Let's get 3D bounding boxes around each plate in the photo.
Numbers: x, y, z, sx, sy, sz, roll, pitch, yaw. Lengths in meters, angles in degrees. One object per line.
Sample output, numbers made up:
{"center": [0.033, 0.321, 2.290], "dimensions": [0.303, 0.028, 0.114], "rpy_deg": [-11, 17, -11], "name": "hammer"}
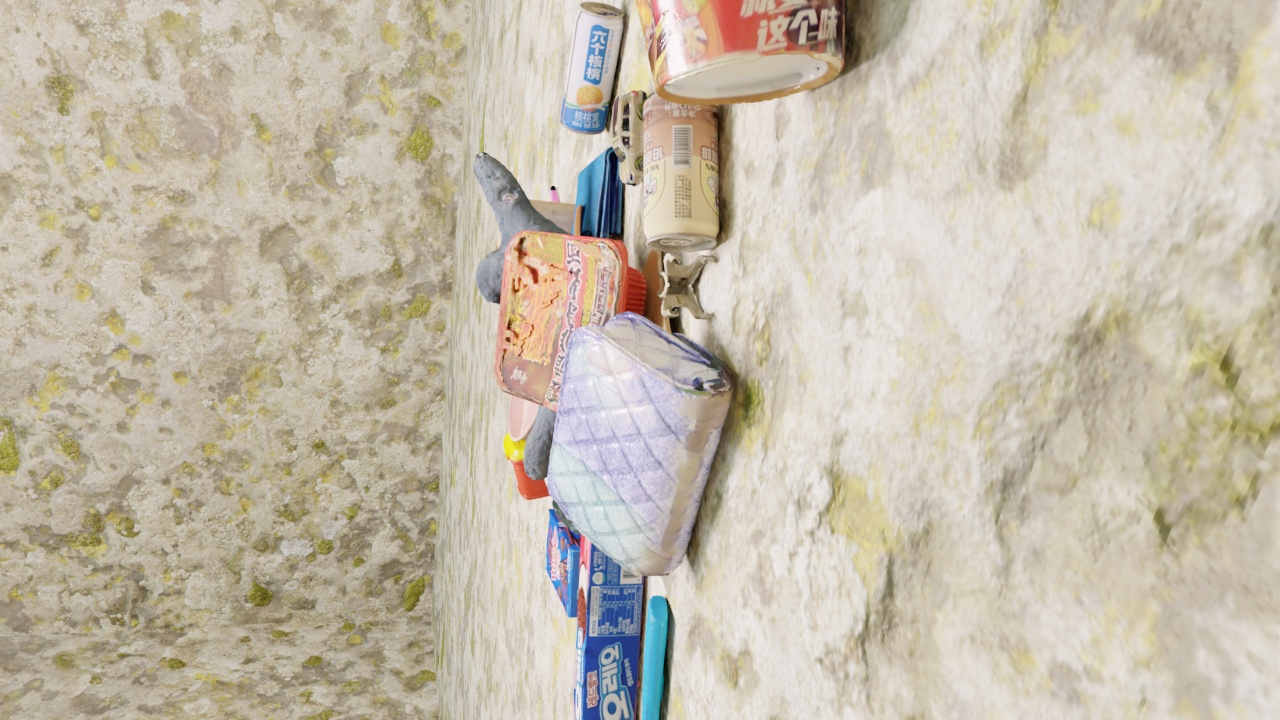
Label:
{"center": [-0.125, -0.004, 1.202], "dimensions": [0.230, 0.028, 0.229], "rpy_deg": [-165, 91, -72], "name": "plate"}

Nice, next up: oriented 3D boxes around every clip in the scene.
{"center": [0.031, -0.049, 0.749], "dimensions": [0.103, 0.035, 0.092], "rpy_deg": [124, 145, -69], "name": "clip"}

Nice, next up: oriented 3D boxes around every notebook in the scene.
{"center": [-0.005, 0.005, 0.885], "dimensions": [0.208, 0.008, 0.147], "rpy_deg": [111, 160, -48], "name": "notebook"}

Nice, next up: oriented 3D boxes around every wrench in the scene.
{"center": [-0.053, 0.162, 0.999], "dimensions": [0.056, 0.016, 0.274], "rpy_deg": [47, 158, -3], "name": "wrench"}

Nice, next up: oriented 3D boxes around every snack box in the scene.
{"center": [-0.031, 0.263, 0.890], "dimensions": [0.058, 0.057, 0.207], "rpy_deg": [-154, 66, -75], "name": "snack box"}
{"center": [-0.138, 0.136, 1.235], "dimensions": [0.091, 0.082, 0.080], "rpy_deg": [-131, 31, -67], "name": "snack box"}
{"center": [-0.092, 0.249, 1.145], "dimensions": [0.157, 0.026, 0.084], "rpy_deg": [-150, 62, -71], "name": "snack box"}

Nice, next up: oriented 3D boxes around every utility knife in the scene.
{"center": [0.010, 0.308, 0.814], "dimensions": [0.034, 0.018, 0.199], "rpy_deg": [-115, 28, -80], "name": "utility knife"}

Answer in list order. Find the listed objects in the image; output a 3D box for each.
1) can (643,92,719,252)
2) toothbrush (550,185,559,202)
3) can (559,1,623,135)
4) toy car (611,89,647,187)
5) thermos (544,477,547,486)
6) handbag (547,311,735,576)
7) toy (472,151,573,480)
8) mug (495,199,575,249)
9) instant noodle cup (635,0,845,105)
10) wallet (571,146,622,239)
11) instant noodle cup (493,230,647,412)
{"center": [0.031, -0.146, 0.711], "dimensions": [0.059, 0.058, 0.116], "rpy_deg": [162, 108, -73], "name": "can"}
{"center": [-0.112, -0.182, 1.277], "dimensions": [0.018, 0.014, 0.189], "rpy_deg": [92, 169, -48], "name": "toothbrush"}
{"center": [-0.054, -0.324, 1.023], "dimensions": [0.053, 0.053, 0.135], "rpy_deg": [-109, 26, -50], "name": "can"}
{"center": [-0.009, -0.216, 0.897], "dimensions": [0.042, 0.035, 0.090], "rpy_deg": [-172, 81, -74], "name": "toy car"}
{"center": [-0.080, 0.039, 1.060], "dimensions": [0.073, 0.073, 0.224], "rpy_deg": [170, 101, -73], "name": "thermos"}
{"center": [-0.002, 0.063, 0.730], "dimensions": [0.134, 0.075, 0.194], "rpy_deg": [36, 131, 31], "name": "handbag"}
{"center": [-0.097, -0.057, 0.980], "dimensions": [0.091, 0.138, 0.356], "rpy_deg": [158, 99, -85], "name": "toy"}
{"center": [-0.122, -0.150, 1.146], "dimensions": [0.125, 0.103, 0.084], "rpy_deg": [140, 129, -69], "name": "mug"}
{"center": [0.058, -0.211, 0.521], "dimensions": [0.138, 0.137, 0.108], "rpy_deg": [-178, 81, -74], "name": "instant noodle cup"}
{"center": [-0.051, -0.176, 1.034], "dimensions": [0.133, 0.040, 0.106], "rpy_deg": [-179, 95, -74], "name": "wallet"}
{"center": [-0.064, -0.035, 0.869], "dimensions": [0.189, 0.079, 0.164], "rpy_deg": [15, 99, 47], "name": "instant noodle cup"}
